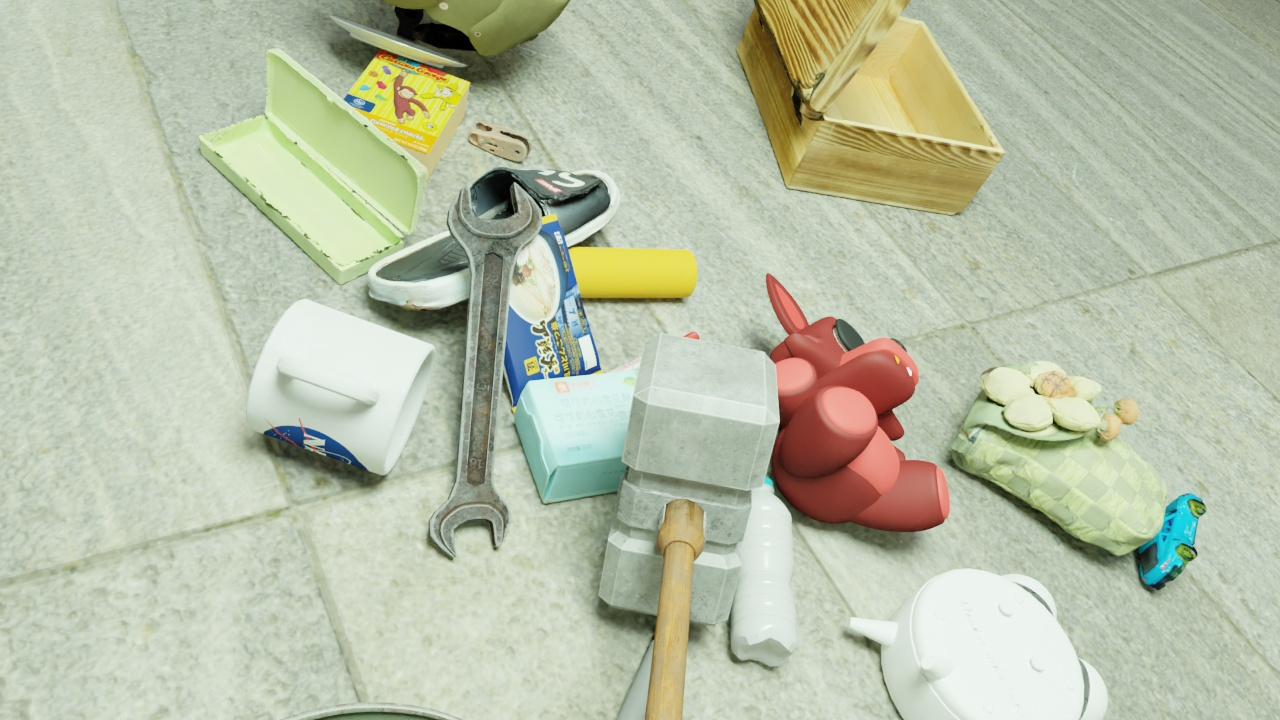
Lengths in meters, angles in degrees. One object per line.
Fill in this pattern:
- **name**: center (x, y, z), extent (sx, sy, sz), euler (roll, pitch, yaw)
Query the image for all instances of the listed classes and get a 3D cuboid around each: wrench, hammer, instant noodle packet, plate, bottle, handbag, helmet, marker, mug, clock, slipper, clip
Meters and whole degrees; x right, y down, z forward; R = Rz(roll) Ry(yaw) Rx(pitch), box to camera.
- **wrench**: center (-0.108, -0.002, 0.636), extent (0.070, 0.010, 0.273), euler (10, 71, -24)
- **hammer**: center (0.017, 0.128, 0.471), extent (0.083, 0.163, 0.316), euler (10, 27, 1)
- **instant noodle packet**: center (-0.080, -0.037, 0.699), extent (0.086, 0.026, 0.134), euler (-23, 103, -36)
- **plate**: center (-0.236, -0.307, 0.895), extent (0.134, 0.011, 0.134), euler (19, 15, -6)
- **bottle**: center (0.085, 0.141, 0.639), extent (0.044, 0.044, 0.136), euler (14, 46, -10)
- **handbag**: center (0.360, 0.069, 0.764), extent (0.186, 0.117, 0.113), euler (35, 46, 12)
- **helmet**: center (-0.167, -0.400, 0.855), extent (0.233, 0.256, 0.249), euler (12, 48, -8)
- **marker**: center (0.006, 0.196, 0.577), extent (0.016, 0.016, 0.140), euler (28, 46, 4)
- **helmet**: center (-0.102, 0.292, 0.349), extent (0.226, 0.154, 0.268), euler (-24, 57, -40)
- **mug**: center (-0.192, 0.016, 0.587), extent (0.090, 0.121, 0.091), euler (20, 81, -4)
- **bottle**: center (-0.024, -0.075, 0.787), extent (0.143, 0.043, 0.043), euler (-2, 51, -24)
- **clock**: center (0.237, 0.204, 0.624), extent (0.160, 0.073, 0.125), euler (-3, 52, -25)
- **slipper**: center (-0.111, -0.121, 0.757), extent (0.111, 0.063, 0.263), euler (18, 41, 36)
- **clip**: center (-0.136, -0.209, 0.876), extent (0.049, 0.026, 0.061), euler (-23, 60, -35)
- **marker**: center (-0.004, 0.004, 0.747), extent (0.141, 0.013, 0.013), euler (-25, 63, -36)

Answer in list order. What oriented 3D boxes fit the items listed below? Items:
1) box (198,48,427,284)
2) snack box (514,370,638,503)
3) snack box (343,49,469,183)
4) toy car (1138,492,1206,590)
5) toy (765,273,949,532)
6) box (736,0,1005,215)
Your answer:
- **box**: center (-0.269, -0.156, 0.737), extent (0.188, 0.098, 0.082), euler (38, 47, 17)
- **snack box**: center (0.000, 0.050, 0.680), extent (0.174, 0.053, 0.075), euler (-5, 52, -27)
- **snack box**: center (-0.220, -0.222, 0.841), extent (0.088, 0.040, 0.125), euler (19, 46, -6)
- **toy car**: center (0.446, 0.149, 0.778), extent (0.032, 0.048, 0.105), euler (35, 48, 15)
- **toy**: center (0.158, 0.032, 0.717), extent (0.158, 0.121, 0.196), euler (36, 35, -26)
- **box**: center (0.261, -0.383, 0.982), extent (0.286, 0.337, 0.278), euler (4, 51, -17)
